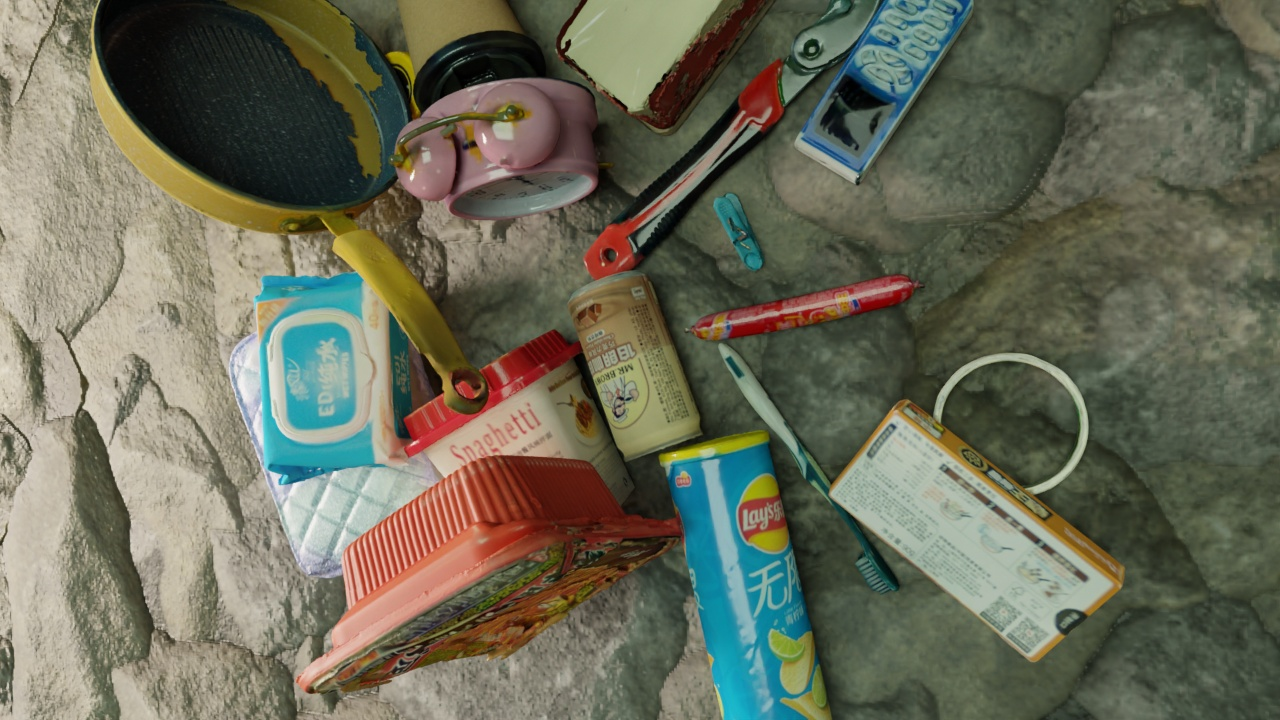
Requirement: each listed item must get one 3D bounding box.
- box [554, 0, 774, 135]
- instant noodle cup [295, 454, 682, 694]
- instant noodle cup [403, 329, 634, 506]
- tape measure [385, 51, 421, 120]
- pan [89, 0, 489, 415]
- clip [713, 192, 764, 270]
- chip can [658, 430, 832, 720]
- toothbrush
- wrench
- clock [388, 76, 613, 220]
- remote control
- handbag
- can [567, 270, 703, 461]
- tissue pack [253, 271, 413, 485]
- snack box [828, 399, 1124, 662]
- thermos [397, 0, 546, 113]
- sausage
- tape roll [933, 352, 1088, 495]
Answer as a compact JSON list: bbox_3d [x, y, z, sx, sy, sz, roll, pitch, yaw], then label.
[{"bbox_3d":[0.028,-0.236,0.577,0.091,0.076,0.168,43,106,15],"label":"box"},{"bbox_3d":[-0.079,0.113,0.508,0.165,0.188,0.079,-34,68,19],"label":"instant noodle cup"},{"bbox_3d":[-0.074,0.060,0.613,0.116,0.116,0.124,-30,94,19],"label":"instant noodle cup"},{"bbox_3d":[-0.171,-0.197,0.677,0.057,0.028,0.060,-37,79,35],"label":"tape measure"},{"bbox_3d":[-0.198,-0.111,0.573,0.078,0.197,0.357,-36,79,43],"label":"pan"},{"bbox_3d":[0.065,-0.083,0.596,0.013,0.033,0.054,-25,96,22],"label":"clip"},{"bbox_3d":[0.069,0.153,0.575,0.071,0.071,0.210,-14,87,21],"label":"chip can"},{"bbox_3d":[0.104,0.068,0.590,0.018,0.016,0.191,-40,78,28],"label":"toothbrush"},{"bbox_3d":[0.058,-0.152,0.599,0.056,0.016,0.274,46,106,14],"label":"wrench"},{"bbox_3d":[-0.089,-0.133,0.581,0.117,0.158,0.060,-13,84,22],"label":"clock"},{"bbox_3d":[0.148,-0.173,0.559,0.049,0.024,0.125,37,103,16],"label":"remote control"},{"bbox_3d":[-0.210,0.053,0.679,0.134,0.075,0.194,-23,85,15],"label":"handbag"},{"bbox_3d":[-0.004,0.004,0.605,0.059,0.058,0.116,-22,84,20],"label":"can"},{"bbox_3d":[-0.203,0.009,0.607,0.090,0.063,0.140,-5,84,0],"label":"tissue pack"},{"bbox_3d":[0.193,0.099,0.540,0.154,0.026,0.075,40,122,16],"label":"snack box"},{"bbox_3d":[-0.126,-0.232,0.634,0.093,0.093,0.143,-28,73,19],"label":"thermos"},{"bbox_3d":[0.101,-0.032,0.585,0.156,0.020,0.020,-11,87,21],"label":"sausage"},{"bbox_3d":[0.218,0.038,0.545,0.086,0.013,0.086,1,92,21],"label":"tape roll"}]
